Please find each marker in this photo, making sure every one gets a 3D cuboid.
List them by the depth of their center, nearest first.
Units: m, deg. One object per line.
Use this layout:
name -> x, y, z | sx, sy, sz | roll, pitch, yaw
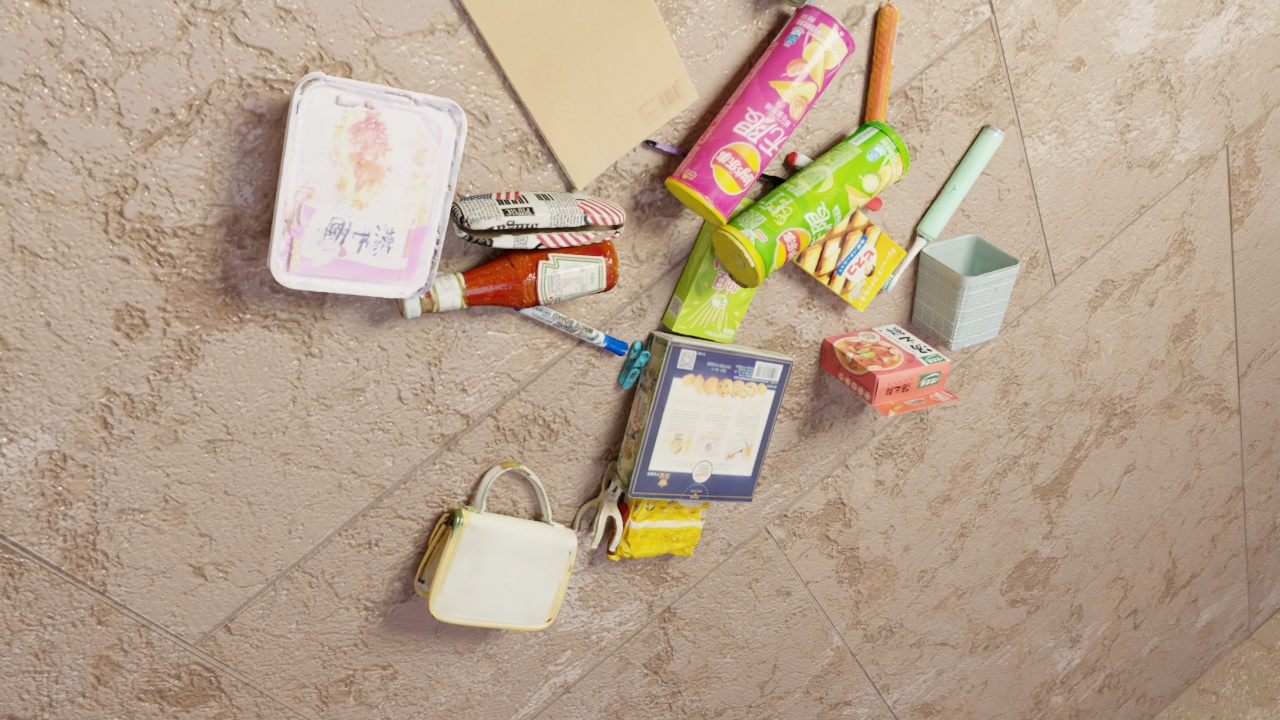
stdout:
marker -> -0.070, -0.035, 0.932 | 0.145, 0.017, 0.017 | 24, 104, -37
marker -> 0.212, -0.194, 0.997 | 0.145, 0.017, 0.017 | 18, 107, -36

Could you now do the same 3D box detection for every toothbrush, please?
toothbrush -> 0.082, -0.194, 0.926 | 0.188, 0.014, 0.017 | 9, 137, -32
toothbrush -> 0.354, -0.175, 1.083 | 0.225, 0.027, 0.026 | -58, 161, 12

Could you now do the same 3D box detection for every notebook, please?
notebook -> -0.046, -0.274, 0.805 | 0.149, 0.012, 0.211 | -38, 130, -5

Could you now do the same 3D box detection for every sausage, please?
sausage -> 0.250, -0.289, 0.957 | 0.021, 0.021, 0.165 | -14, 123, -22

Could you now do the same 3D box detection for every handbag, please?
handbag -> -0.149, 0.199, 1.010 | 0.163, 0.063, 0.179 | 19, 92, -37

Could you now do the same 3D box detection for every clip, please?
clip -> -0.008, 0.006, 0.990 | 0.015, 0.049, 0.057 | 10, 118, -35
clip -> -0.048, 0.169, 1.064 | 0.035, 0.094, 0.102 | 14, 72, -34

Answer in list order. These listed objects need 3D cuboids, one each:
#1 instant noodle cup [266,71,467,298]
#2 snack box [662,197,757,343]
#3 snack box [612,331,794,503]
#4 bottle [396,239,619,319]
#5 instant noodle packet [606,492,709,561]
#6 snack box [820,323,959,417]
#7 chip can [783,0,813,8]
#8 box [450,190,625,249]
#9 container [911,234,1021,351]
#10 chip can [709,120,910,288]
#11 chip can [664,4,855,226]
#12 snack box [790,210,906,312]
instant noodle cup -> -0.226, -0.143, 0.750 | 0.137, 0.060, 0.174 | 4, 117, -31
snack box -> 0.091, -0.098, 0.979 | 0.085, 0.026, 0.156 | 12, 111, -35
snack box -> 0.072, 0.068, 1.037 | 0.177, 0.046, 0.182 | 9, 102, -34
bottle -> -0.122, -0.074, 0.851 | 0.205, 0.060, 0.060 | -14, 124, -22
instant noodle packet -> 0.028, 0.190, 1.106 | 0.128, 0.044, 0.111 | 6, 112, -35
snack box -> 0.300, 0.009, 1.097 | 0.113, 0.127, 0.044 | -11, 123, -25
chip can -> 0.223, -0.396, 0.846 | 0.210, 0.071, 0.071 | -26, 128, -14
box -> -0.092, -0.124, 0.836 | 0.164, 0.072, 0.060 | -4, 102, -25
container -> 0.393, -0.081, 1.124 | 0.089, 0.090, 0.112 | -15, 127, -21
chip can -> 0.176, -0.161, 0.931 | 0.221, 0.072, 0.073 | -36, 130, -14
chip can -> 0.114, -0.231, 0.872 | 0.071, 0.071, 0.210 | 36, 92, -39
snack box -> 0.232, -0.122, 1.042 | 0.140, 0.033, 0.087 | 28, 102, -40
